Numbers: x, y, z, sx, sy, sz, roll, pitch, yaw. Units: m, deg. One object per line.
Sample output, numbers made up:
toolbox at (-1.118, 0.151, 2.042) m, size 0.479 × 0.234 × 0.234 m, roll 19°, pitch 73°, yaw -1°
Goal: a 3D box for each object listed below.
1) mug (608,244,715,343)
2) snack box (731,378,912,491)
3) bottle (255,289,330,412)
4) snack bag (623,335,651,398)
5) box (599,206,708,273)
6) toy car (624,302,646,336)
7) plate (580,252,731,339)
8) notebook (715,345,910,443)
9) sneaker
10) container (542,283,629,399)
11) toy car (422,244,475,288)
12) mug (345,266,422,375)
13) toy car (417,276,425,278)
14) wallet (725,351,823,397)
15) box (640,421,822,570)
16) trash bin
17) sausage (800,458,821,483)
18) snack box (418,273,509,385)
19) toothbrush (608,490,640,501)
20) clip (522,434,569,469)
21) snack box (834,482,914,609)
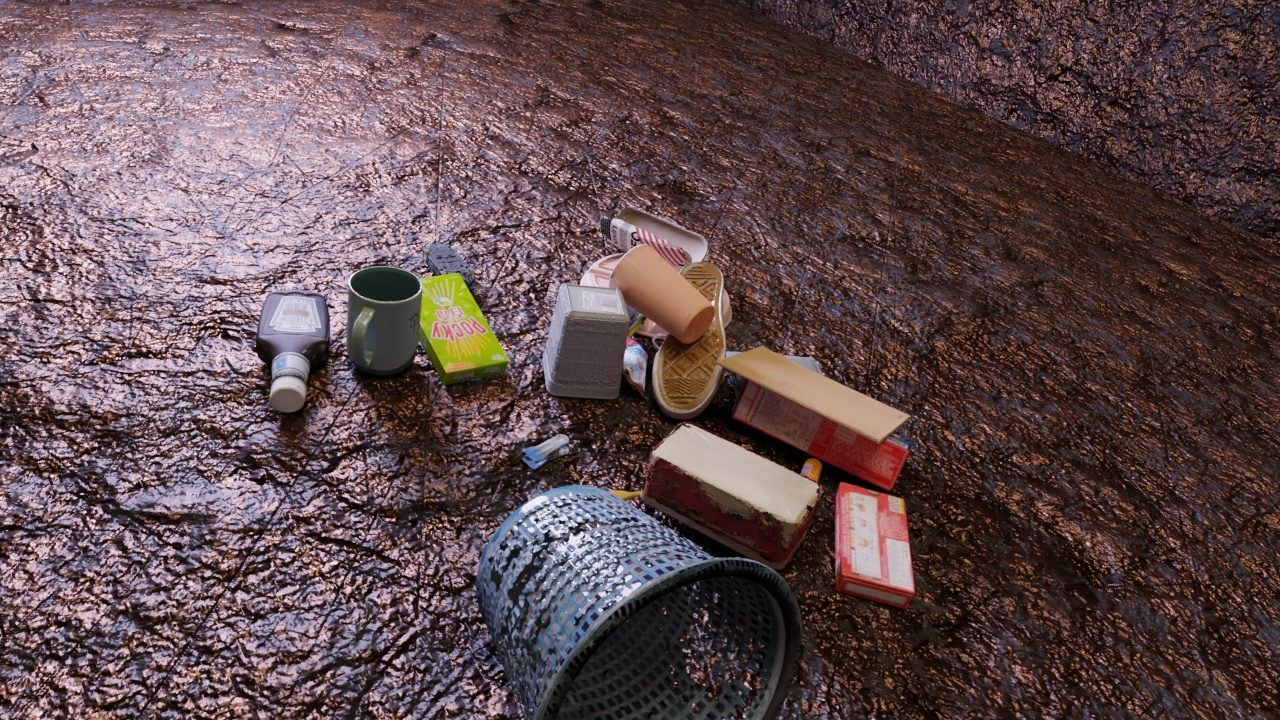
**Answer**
mug at (0.030, -0.079, 1.134) m, size 0.123 × 0.078 × 0.078 m, roll 41°, pitch 40°, yaw 24°
snack box at (0.215, 0.082, 1.094) m, size 0.207 × 0.058 × 0.057 m, roll 25°, pitch 13°, yaw 17°
bottle at (-0.396, -0.013, 1.044) m, size 0.079 × 0.044 × 0.194 m, roll 1°, pitch 35°, yaw -18°
snack bag at (-0.007, 0.007, 1.166) m, size 0.026 × 0.045 × 0.105 m, roll -27°, pitch 27°, yaw 18°
box at (0.022, -0.189, 1.388) m, size 0.162 × 0.076 × 0.086 m, roll 24°, pitch 60°, yaw 22°
toy car at (-0.030, -0.044, 1.229) m, size 0.048 × 0.032 × 0.105 m, roll 26°, pitch 47°, yaw 19°
plate at (0.026, -0.102, 1.353) m, size 0.229 × 0.028 × 0.229 m, roll 10°, pitch 32°, yaw -6°
notebook at (0.211, 0.038, 1.108) m, size 0.211 × 0.012 × 0.149 m, roll 27°, pitch 19°, yaw 23°
sneaker at (0.068, -0.016, 1.182) m, size 0.118 × 0.088 × 0.240 m, roll 4°, pitch 53°, yaw 7°
container at (-0.065, -0.026, 1.117) m, size 0.090 × 0.114 × 0.090 m, roll 4°, pitch 33°, yaw -14°
toy car at (-0.269, -0.129, 1.281) m, size 0.048 × 0.031 × 0.105 m, roll -9°, pitch 40°, yaw -32°
mug at (-0.301, -0.037, 1.053) m, size 0.082 × 0.107 × 0.111 m, roll 16°, pitch 32°, yaw 3°
toy car at (-0.276, -0.069, 1.182) m, size 0.049 × 0.031 × 0.106 m, roll -10°, pitch 50°, yaw -34°
wallet at (0.182, 0.021, 1.211) m, size 0.129 × 0.037 × 0.106 m, roll 6°, pitch 33°, yaw -12°
box at (0.092, 0.129, 0.933) m, size 0.168 × 0.078 × 0.091 m, roll 25°, pitch 35°, yaw 21°
trash bin at (-0.023, 0.204, 0.710) m, size 0.226 × 0.227 × 0.195 m, roll -8°, pitch 25°, yaw -31°
sausage at (0.178, 0.154, 1.016) m, size 0.021 × 0.021 × 0.164 m, roll 21°, pitch 33°, yaw 11°
snack box at (-0.232, -0.041, 1.128) m, size 0.085 × 0.026 × 0.156 m, roll -12°, pitch 55°, yaw -34°
toothbrush at (0.046, 0.146, 0.987) m, size 0.191 × 0.018 × 0.016 m, roll 1°, pitch 36°, yaw -23°
clip at (-0.102, 0.099, 1.002) m, size 0.025 × 0.036 × 0.057 m, roll 33°, pitch 41°, yaw 32°
snack box at (0.246, 0.193, 0.976) m, size 0.075 × 0.026 × 0.152 m, roll 14°, pitch 32°, yaw 3°
